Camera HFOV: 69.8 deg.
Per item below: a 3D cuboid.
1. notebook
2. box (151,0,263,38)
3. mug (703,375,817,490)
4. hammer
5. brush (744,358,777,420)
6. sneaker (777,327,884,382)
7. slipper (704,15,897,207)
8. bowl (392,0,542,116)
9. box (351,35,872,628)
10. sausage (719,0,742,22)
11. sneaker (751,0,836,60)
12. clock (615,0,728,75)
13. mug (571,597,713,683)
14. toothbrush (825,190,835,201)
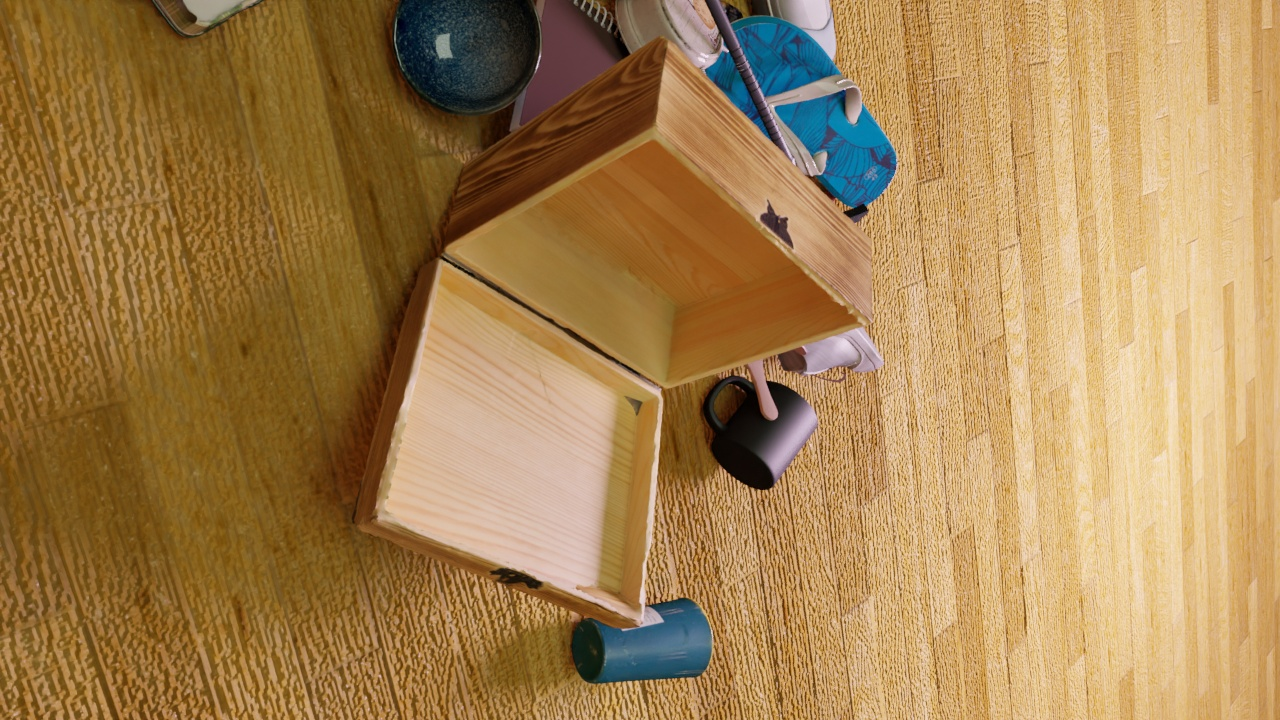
[{"bbox_3d":[-0.017,-0.224,0.823,0.209,0.022,0.171,27,60,-38],"label":"notebook"},{"bbox_3d":[-0.259,-0.316,0.624,0.205,0.051,0.118,-47,124,-26],"label":"box"},{"bbox_3d":[0.118,0.067,0.967,0.113,0.078,0.087,44,64,-4],"label":"mug"},{"bbox_3d":[0.136,-0.230,0.898,0.095,0.015,0.325,-28,134,10],"label":"hammer"},{"bbox_3d":[0.119,-0.002,0.948,0.049,0.015,0.135,5,60,-39],"label":"brush"},{"bbox_3d":[0.195,-0.023,1.018,0.236,0.090,0.099,28,32,-56],"label":"sneaker"},{"bbox_3d":[0.186,-0.254,0.963,0.294,0.060,0.118,31,98,-35],"label":"slipper"},{"bbox_3d":[-0.130,-0.251,0.720,0.114,0.060,0.114,1,106,3],"label":"bowl"},{"bbox_3d":[-0.015,0.009,0.717,0.279,0.287,0.335,31,55,-38],"label":"box"},{"bbox_3d":[0.051,-0.358,0.898,0.155,0.020,0.020,11,87,-40],"label":"sausage"},{"bbox_3d":[0.179,-0.417,0.909,0.092,0.161,0.257,-38,116,-31],"label":"sneaker"},{"bbox_3d":[0.020,-0.322,0.830,0.157,0.061,0.103,47,42,-25],"label":"clock"},{"bbox_3d":[0.000,0.272,0.883,0.121,0.078,0.078,5,91,-36],"label":"mug"},{"bbox_3d":[0.190,-0.138,1.038,0.016,0.016,0.189,49,64,-37],"label":"toothbrush"}]
